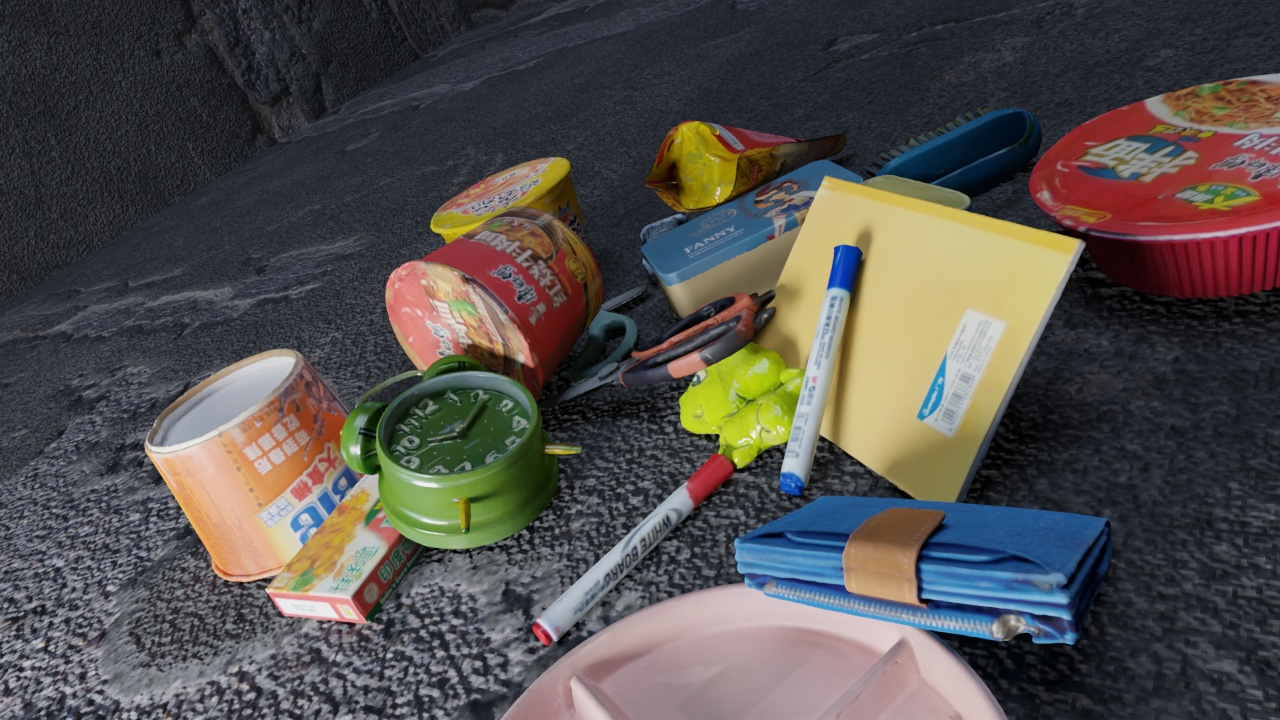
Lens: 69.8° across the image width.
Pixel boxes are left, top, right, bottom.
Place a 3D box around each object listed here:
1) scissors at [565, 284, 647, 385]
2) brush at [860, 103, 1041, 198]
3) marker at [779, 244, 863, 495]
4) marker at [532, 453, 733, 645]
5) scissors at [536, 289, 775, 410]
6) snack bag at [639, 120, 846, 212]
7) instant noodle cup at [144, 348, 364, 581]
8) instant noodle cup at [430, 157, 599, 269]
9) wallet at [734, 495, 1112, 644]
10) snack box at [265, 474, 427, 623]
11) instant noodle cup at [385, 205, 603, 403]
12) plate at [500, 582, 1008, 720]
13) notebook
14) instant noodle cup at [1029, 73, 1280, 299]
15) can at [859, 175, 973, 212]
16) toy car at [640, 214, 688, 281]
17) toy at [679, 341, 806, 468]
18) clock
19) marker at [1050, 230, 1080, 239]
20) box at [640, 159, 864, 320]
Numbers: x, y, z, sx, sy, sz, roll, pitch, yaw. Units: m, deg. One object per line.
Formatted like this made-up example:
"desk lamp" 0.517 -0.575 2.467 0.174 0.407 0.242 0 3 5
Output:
"scissors" -0.068 -0.014 0.755 0.174 0.019 0.169 -22 27 3
"brush" 0.242 -0.147 0.700 0.144 0.055 0.073 -25 27 -2
"marker" 0.101 0.004 0.513 0.017 0.017 0.145 4 72 42
"marker" -0.001 0.101 0.503 0.145 0.017 0.017 -39 31 -26
"scissors" -0.002 -0.001 0.636 0.182 0.015 0.209 -40 17 -16
"snack bag" 0.095 -0.177 0.824 0.129 0.073 0.207 -13 5 34
"instant noodle cup" -0.275 0.069 0.672 0.151 0.111 0.151 -19 28 10
"instant noodle cup" -0.107 -0.109 0.853 0.138 0.110 0.137 -19 28 11
"wallet" 0.119 0.080 0.386 0.133 0.040 0.106 -2 4 35
"snack box" -0.170 0.106 0.616 0.077 0.027 0.155 -4 34 30
"instant noodle cup" -0.101 -0.040 0.679 0.138 0.138 0.108 1 38 40
"plate" 0.027 0.176 0.339 0.230 0.028 0.229 -18 29 10
"notebook" 0.133 -0.020 0.514 0.206 0.010 0.146 39 109 60
"instant noodle cup" 0.333 -0.096 0.530 0.194 0.066 0.193 -20 28 11
"can" 0.171 -0.065 0.583 0.057 0.083 0.102 -30 28 -12
"toy car" 0.024 -0.104 0.825 0.049 0.031 0.105 -21 29 8
"toy" 0.063 0.023 0.563 0.097 0.031 0.100 -35 37 26
"clock" -0.124 0.051 0.595 0.161 0.056 0.115 29 48 35
"marker" 0.229 -0.076 0.627 0.132 0.020 0.022 0 19 37
"box" 0.087 -0.086 0.710 0.184 0.063 0.089 -25 27 -5
